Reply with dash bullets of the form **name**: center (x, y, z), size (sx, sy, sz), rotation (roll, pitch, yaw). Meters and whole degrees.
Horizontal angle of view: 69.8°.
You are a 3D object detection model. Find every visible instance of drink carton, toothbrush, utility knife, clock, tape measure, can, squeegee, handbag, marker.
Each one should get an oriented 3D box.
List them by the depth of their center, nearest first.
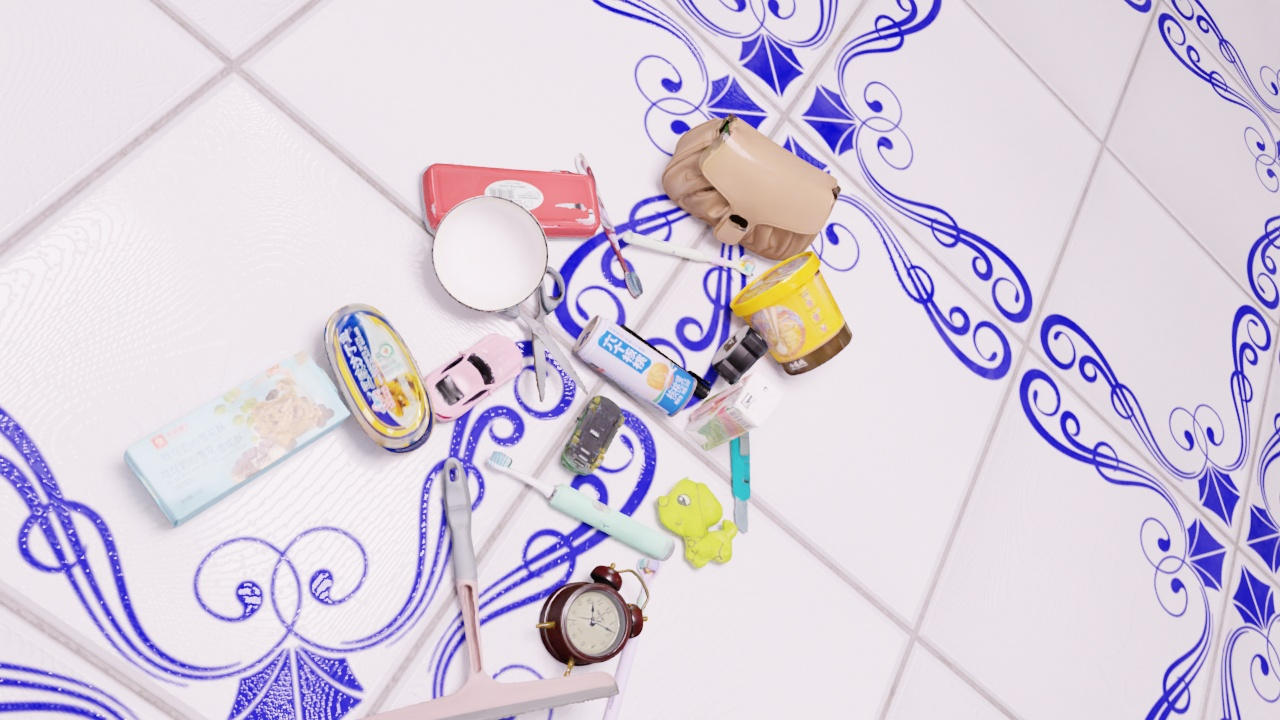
- **squeegee**: center (-0.164, 0.214, 0.870), size (0.247, 0.040, 0.249), rotation (-8, 69, -9)
- **can**: center (-0.247, 0.017, 0.872), size (0.074, 0.049, 0.148), rotation (-26, 84, -11)
- **clock**: center (-0.044, 0.254, 0.912), size (0.121, 0.055, 0.082), rotation (-29, 88, -29)
- **toothbrush**: center (-0.012, 0.294, 0.938), size (0.021, 0.029, 0.188), rotation (50, 50, -51)
- **toothbrush**: center (-0.061, 0.152, 0.955), size (0.224, 0.027, 0.026), rotation (30, 25, -16)
- **drink carton**: center (0.099, 0.057, 1.016), size (0.045, 0.123, 0.053), rotation (42, 61, -8)
- **can**: center (-0.006, 0.006, 1.017), size (0.134, 0.053, 0.053), rotation (34, 61, -14)
- **marker**: center (0.026, 0.001, 1.055), size (0.132, 0.020, 0.022), rotation (35, 76, -14)
- **utility knife**: center (0.119, 0.108, 1.073), size (0.029, 0.013, 0.186), rotation (10, 69, -25)
- **toothbrush**: center (-0.037, -0.160, 1.077), size (0.016, 0.017, 0.187), rotation (-19, 83, -32)
- **tape measure**: center (0.115, -0.008, 1.078), size (0.033, 0.066, 0.066), rotation (43, 99, -9)
- **handbag**: center (0.131, -0.201, 1.103), size (0.204, 0.148, 0.099), rotation (28, 60, -13)
- **toothbrush**: center (0.061, -0.131, 1.112), size (0.189, 0.020, 0.029), rotation (9, 65, -30)

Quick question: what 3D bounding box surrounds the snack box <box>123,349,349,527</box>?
- **snack box**: center (-0.353, 0.067, 0.812), size (0.174, 0.052, 0.074), rotation (-36, 93, -33)

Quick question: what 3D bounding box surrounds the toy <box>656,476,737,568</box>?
- **toy**: center (0.064, 0.177, 1.010), size (0.096, 0.031, 0.100), rotation (-3, 79, -29)

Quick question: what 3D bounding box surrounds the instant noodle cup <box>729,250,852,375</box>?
- **instant noodle cup**: center (0.187, -0.054, 1.108), size (0.118, 0.119, 0.114), rotation (-42, 102, -32)

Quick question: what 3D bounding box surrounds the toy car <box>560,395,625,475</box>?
- **toy car**: center (-0.052, 0.080, 0.977), size (0.043, 0.036, 0.091), rotation (37, 61, -12)

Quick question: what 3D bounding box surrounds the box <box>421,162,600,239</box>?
- **box**: center (-0.142, -0.177, 1.018), size (0.200, 0.047, 0.086), rotation (-2, 74, -28)

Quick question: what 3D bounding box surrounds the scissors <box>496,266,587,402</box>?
- **scissors**: center (-0.111, -0.037, 0.976), size (0.159, 0.014, 0.177), rotation (26, 50, -6)

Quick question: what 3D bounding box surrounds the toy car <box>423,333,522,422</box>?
- **toy car**: center (-0.171, 0.015, 0.937), size (0.122, 0.037, 0.056), rotation (-39, 95, -33)

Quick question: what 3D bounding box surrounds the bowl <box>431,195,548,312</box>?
- **bowl**: center (-0.152, -0.111, 0.944), size (0.116, 0.066, 0.116), rotation (-1, 101, -4)
